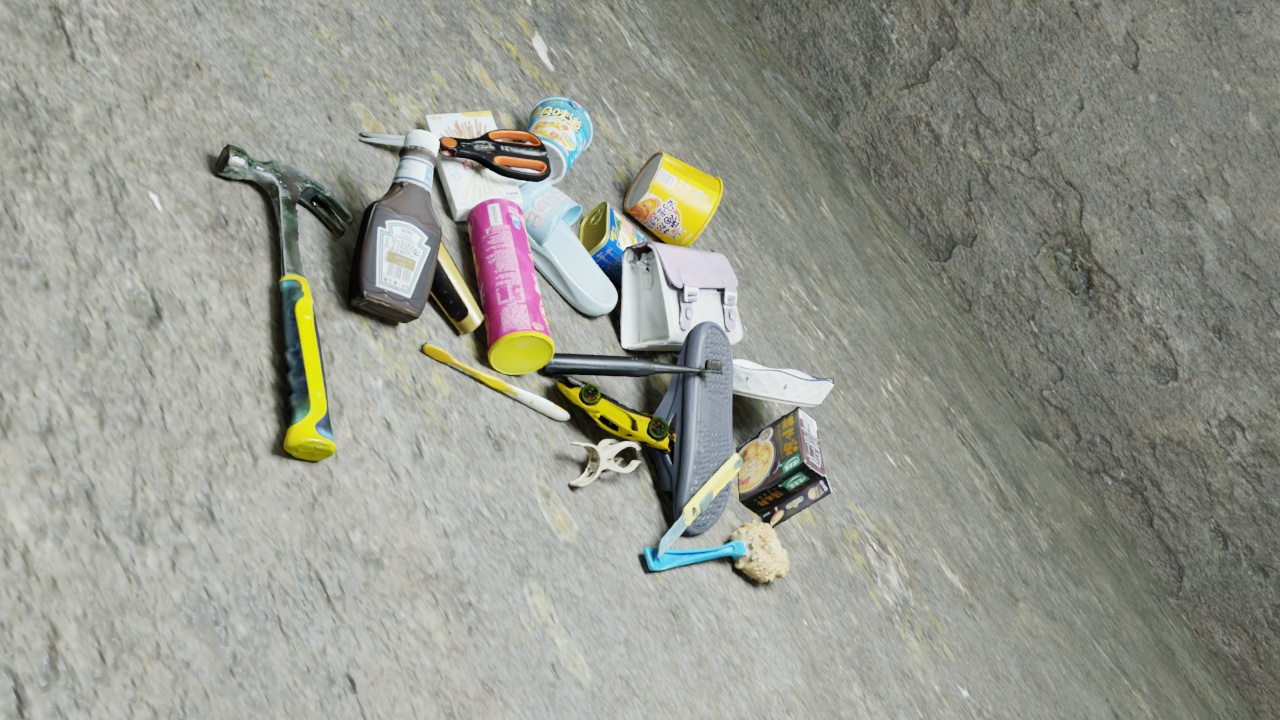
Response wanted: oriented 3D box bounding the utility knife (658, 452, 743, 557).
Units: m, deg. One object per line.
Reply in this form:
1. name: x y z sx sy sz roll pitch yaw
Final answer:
1. utility knife: 0.070 0.161 1.055 0.210 0.022 0.031 -34 121 -45

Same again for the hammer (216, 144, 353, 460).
1. hammer: -0.306 -0.056 0.825 0.126 0.032 0.323 17 44 -45

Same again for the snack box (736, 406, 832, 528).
1. snack box: 0.188 0.143 1.220 0.053 0.113 0.125 36 32 -25

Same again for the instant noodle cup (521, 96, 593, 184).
1. instant noodle cup: -0.127 -0.307 1.303 0.099 0.099 0.109 40 39 -20

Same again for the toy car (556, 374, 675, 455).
1. toy car: -0.029 0.061 1.044 0.156 0.041 0.071 28 -5 -11

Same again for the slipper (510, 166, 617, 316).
1. slipper: -0.107 -0.166 1.186 0.245 0.074 0.103 52 30 -2

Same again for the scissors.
1. scissors: -0.221 -0.263 1.110 0.235 0.022 0.141 18 44 -8

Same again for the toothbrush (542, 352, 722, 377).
1. toothbrush: -0.006 0.006 1.069 0.212 0.027 0.026 2 6 -11

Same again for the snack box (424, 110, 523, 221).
1. snack box: -0.208 -0.243 1.137 0.084 0.027 0.156 -11 63 -22

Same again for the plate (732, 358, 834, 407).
1. plate: 0.164 0.026 1.274 0.204 0.205 0.045 9 94 -51

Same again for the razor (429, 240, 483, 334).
1. razor: -0.223 -0.102 0.976 0.167 0.062 0.067 58 11 -2

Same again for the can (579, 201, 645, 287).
1. can: -0.038 -0.162 1.299 0.083 0.057 0.101 37 33 -30

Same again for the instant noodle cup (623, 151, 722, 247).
1. instant noodle cup: 0.046 -0.257 1.456 0.109 0.138 0.137 29 36 -20

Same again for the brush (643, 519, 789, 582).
1. brush: 0.091 0.227 1.074 0.254 0.046 0.083 8 55 -46

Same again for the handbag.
1. handbag: 0.058 -0.087 1.271 0.196 0.099 0.145 -3 82 -57

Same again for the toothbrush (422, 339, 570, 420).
1. toothbrush: -0.149 0.023 0.977 0.191 0.016 0.018 30 27 -33

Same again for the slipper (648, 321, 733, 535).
1. slipper: 0.060 0.083 1.131 0.110 0.083 0.267 31 59 -50

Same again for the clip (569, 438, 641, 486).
1. clip: -0.040 0.109 1.005 0.100 0.035 0.071 -2 97 -55

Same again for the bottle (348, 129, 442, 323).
1. bottle: -0.237 -0.138 0.919 0.079 0.044 0.194 21 68 -36

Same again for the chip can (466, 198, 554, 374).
1. chip can: -0.150 -0.088 1.041 0.071 0.072 0.210 22 40 -42
